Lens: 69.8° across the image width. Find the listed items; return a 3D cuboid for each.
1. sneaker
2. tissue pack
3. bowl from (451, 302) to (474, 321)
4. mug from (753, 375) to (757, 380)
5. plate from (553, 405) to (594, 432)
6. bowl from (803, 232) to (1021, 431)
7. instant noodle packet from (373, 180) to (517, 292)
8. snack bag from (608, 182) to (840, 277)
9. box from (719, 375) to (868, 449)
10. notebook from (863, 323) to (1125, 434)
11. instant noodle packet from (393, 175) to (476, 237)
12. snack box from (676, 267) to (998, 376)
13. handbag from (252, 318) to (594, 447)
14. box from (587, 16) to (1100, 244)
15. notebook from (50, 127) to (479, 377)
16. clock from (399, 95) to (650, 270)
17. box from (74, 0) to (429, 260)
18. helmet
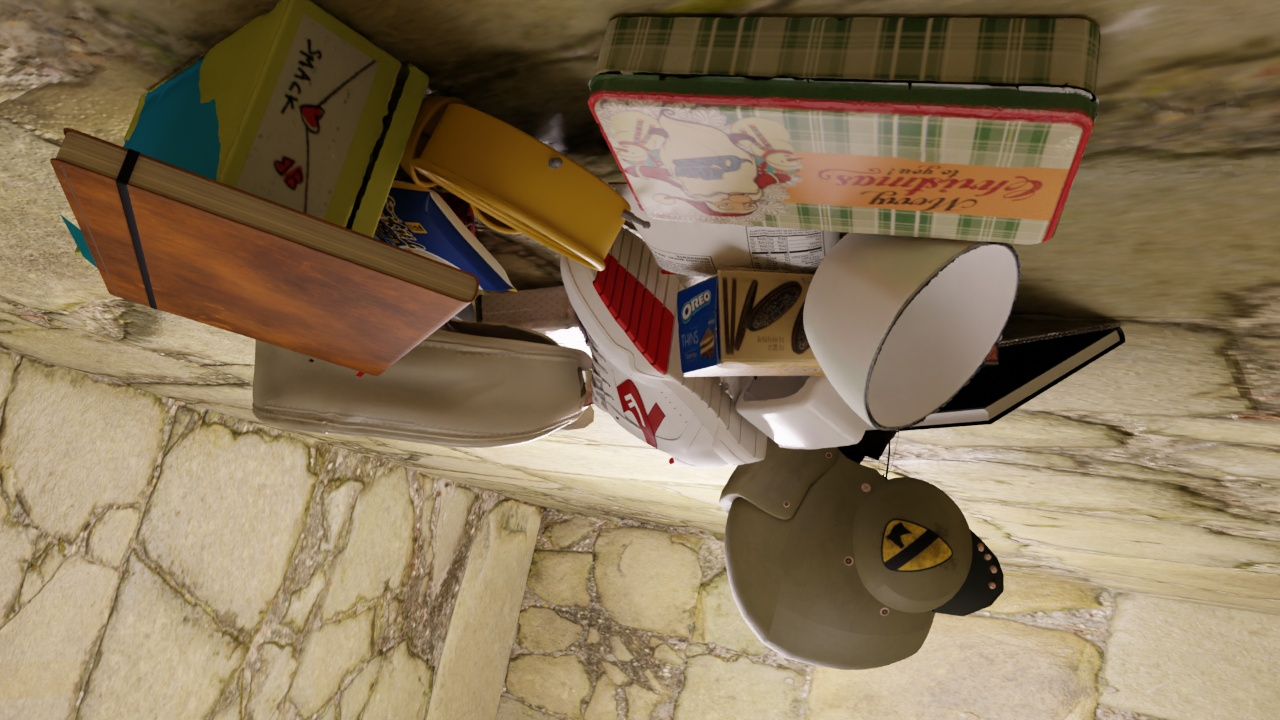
[{"bbox_3d":[-0.003,0.004,0.681,0.104,0.090,0.236,-18,134,31],"label":"sneaker"},{"bbox_3d":[-0.093,-0.025,0.854,0.104,0.071,0.181,-5,165,6],"label":"tissue pack"},{"bbox_3d":[-0.200,-0.057,0.840,0.106,0.039,0.106,11,166,3],"label":"bowl"},{"bbox_3d":[0.099,-0.001,0.753,0.082,0.073,0.106,10,154,9],"label":"mug"},{"bbox_3d":[-0.139,0.031,0.964,0.188,0.027,0.188,24,-165,-7],"label":"plate"},{"bbox_3d":[0.139,-0.027,0.494,0.065,0.116,0.116,42,-172,39],"label":"bowl"},{"bbox_3d":[-0.143,-0.081,0.593,0.087,0.026,0.134,11,161,21],"label":"instant noodle packet"},{"bbox_3d":[0.061,-0.073,0.556,0.131,0.039,0.144,3,166,15],"label":"snack bag"},{"bbox_3d":[0.100,-0.015,0.649,0.130,0.109,0.103,39,158,-21],"label":"box"},{"bbox_3d":[0.216,0.019,0.667,0.148,0.016,0.207,-23,-176,-29],"label":"notebook"},{"bbox_3d":[-0.168,-0.095,0.670,0.098,0.039,0.136,17,164,-3],"label":"instant noodle packet"},{"bbox_3d":[0.127,-0.021,0.576,0.206,0.057,0.056,0,172,-23],"label":"snack box"},{"bbox_3d":[-0.163,-0.013,0.705,0.229,0.132,0.183,11,-172,22],"label":"handbag"},{"bbox_3d":[0.086,-0.101,0.413,0.206,0.050,0.117,7,166,16],"label":"box"},{"bbox_3d":[-0.200,-0.038,0.468,0.178,0.014,0.250,19,164,-21],"label":"notebook"},{"bbox_3d":[-0.070,-0.097,0.497,0.152,0.052,0.113,30,-179,43],"label":"clock"},{"bbox_3d":[-0.225,-0.105,0.511,0.221,0.124,0.082,-5,156,45],"label":"box"},{"bbox_3d":[0.189,0.153,0.853,0.233,0.255,0.250,8,165,2],"label":"helmet"}]
